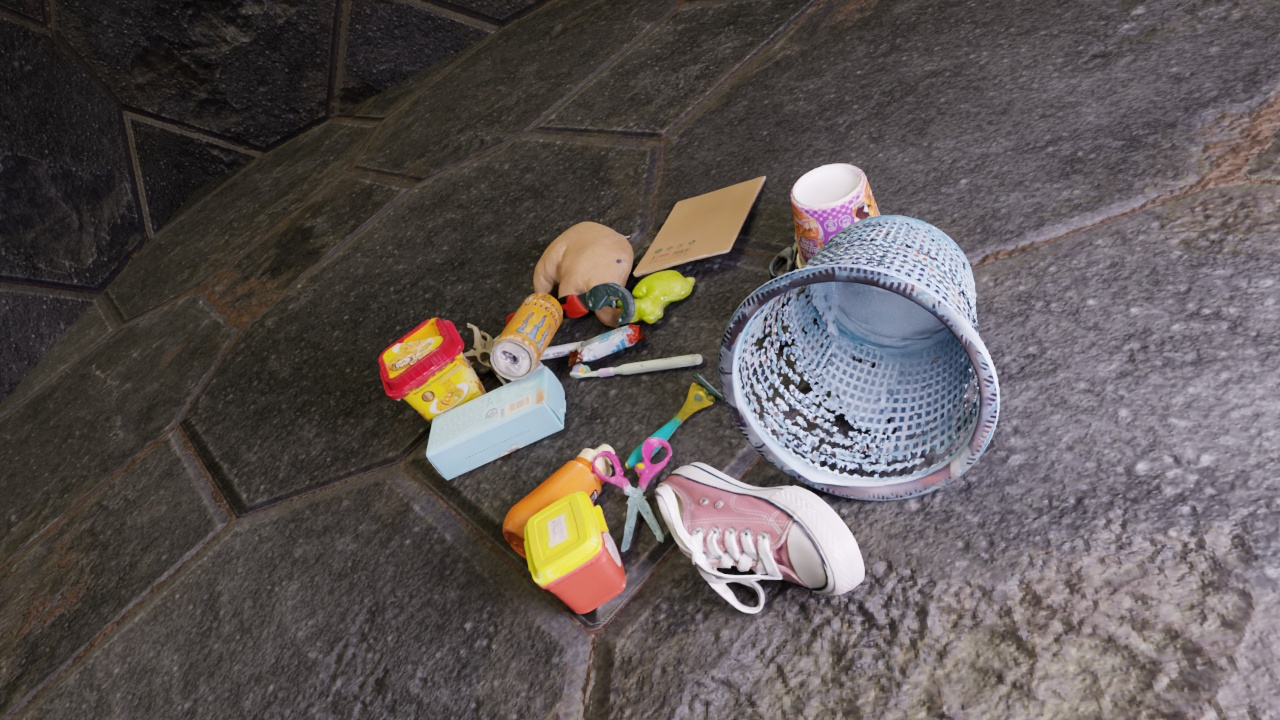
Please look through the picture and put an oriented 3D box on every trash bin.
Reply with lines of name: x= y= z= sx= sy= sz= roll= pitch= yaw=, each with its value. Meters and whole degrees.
trash bin: x=0.207 y=-0.023 z=0.812 sx=0.227 sy=0.227 sz=0.194 roll=-9 pitch=27 yaw=33

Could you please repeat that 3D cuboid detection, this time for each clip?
clip: x=-0.221 y=-0.022 z=1.276 sx=0.102 sy=0.035 sz=0.094 roll=-5 pitch=59 yaw=44

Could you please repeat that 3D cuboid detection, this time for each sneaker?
sneaker: x=0.079 y=0.149 z=0.771 sx=0.087 sy=0.118 sz=0.241 roll=-29 pitch=22 yaw=-27

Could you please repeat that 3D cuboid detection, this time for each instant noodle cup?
instant noodle cup: x=0.223 y=-0.161 z=1.044 sx=0.112 sy=0.099 sz=0.111 roll=-14 pitch=42 yaw=13
instant noodle cup: x=-0.264 y=0.028 z=1.206 sx=0.116 sy=0.124 sz=0.116 roll=-36 pitch=32 yaw=-5

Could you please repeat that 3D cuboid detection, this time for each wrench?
wrench: x=-0.103 y=-0.065 z=1.242 sx=0.016 sy=0.056 sz=0.274 roll=-11 pitch=4 yaw=-43

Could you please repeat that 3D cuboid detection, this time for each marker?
marker: x=-0.121 y=-0.010 z=1.204 sx=0.146 sy=0.017 sz=0.016 roll=-9 pitch=38 yaw=12

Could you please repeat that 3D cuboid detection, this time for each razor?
razor: x=0.031 y=0.070 z=0.984 sx=0.132 sy=0.043 sz=0.028 roll=-44 pitch=-11 yaw=-15

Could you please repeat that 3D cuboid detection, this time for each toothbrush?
toothbrush: x=-0.007 y=0.006 z=1.108 sx=0.190 sy=0.020 sz=0.029 roll=-6 pitch=17 yaw=36

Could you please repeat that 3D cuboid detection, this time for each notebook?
notebook: x=0.085 y=-0.188 z=1.271 sx=0.148 sy=0.008 sz=0.207 roll=-12 pitch=31 yaw=30

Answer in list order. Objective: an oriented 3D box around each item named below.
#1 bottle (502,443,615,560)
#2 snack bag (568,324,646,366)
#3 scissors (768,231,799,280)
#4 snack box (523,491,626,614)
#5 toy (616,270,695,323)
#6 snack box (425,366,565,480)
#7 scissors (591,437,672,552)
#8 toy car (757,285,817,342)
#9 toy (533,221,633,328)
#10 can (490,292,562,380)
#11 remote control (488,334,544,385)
bottle: x=-0.077 y=0.141 z=0.959 sx=0.067 sy=0.067 sz=0.149 roll=6 pitch=42 yaw=45
snack bag: x=-0.042 y=-0.021 z=1.155 sx=0.105 sy=0.026 sz=0.045 roll=-20 pitch=26 yaw=4
scissors: x=0.210 y=-0.156 z=1.145 sx=0.175 sy=0.014 sz=0.133 roll=-43 pitch=35 yaw=-21
snack box: x=-0.058 y=0.183 z=0.865 sx=0.082 sy=0.080 sz=0.091 roll=-31 pitch=32 yaw=4
toy: x=0.018 y=-0.085 z=1.190 sx=0.097 sy=0.031 sz=0.099 roll=2 pitch=45 yaw=24
snack box: x=-0.178 y=0.078 z=1.133 sx=0.175 sy=0.051 sz=0.074 roll=-24 pitch=32 yaw=13
scissors: x=-0.013 y=0.133 z=0.924 sx=0.108 sy=0.017 sz=0.135 roll=2 pitch=52 yaw=16
toy car: x=0.176 y=-0.054 z=1.019 sx=0.105 sy=0.031 sz=0.049 roll=-32 pitch=32 yaw=0
toy: x=-0.066 y=-0.123 z=1.281 sx=0.143 sy=0.082 sz=0.226 roll=-57 pitch=37 yaw=1
can: x=-0.144 y=-0.033 z=1.173 sx=0.058 sy=0.058 sz=0.145 roll=-20 pitch=22 yaw=20
remote control: x=-0.178 y=0.001 z=1.262 sx=0.058 sy=0.021 sz=0.150 roll=-39 pitch=32 yaw=-8
